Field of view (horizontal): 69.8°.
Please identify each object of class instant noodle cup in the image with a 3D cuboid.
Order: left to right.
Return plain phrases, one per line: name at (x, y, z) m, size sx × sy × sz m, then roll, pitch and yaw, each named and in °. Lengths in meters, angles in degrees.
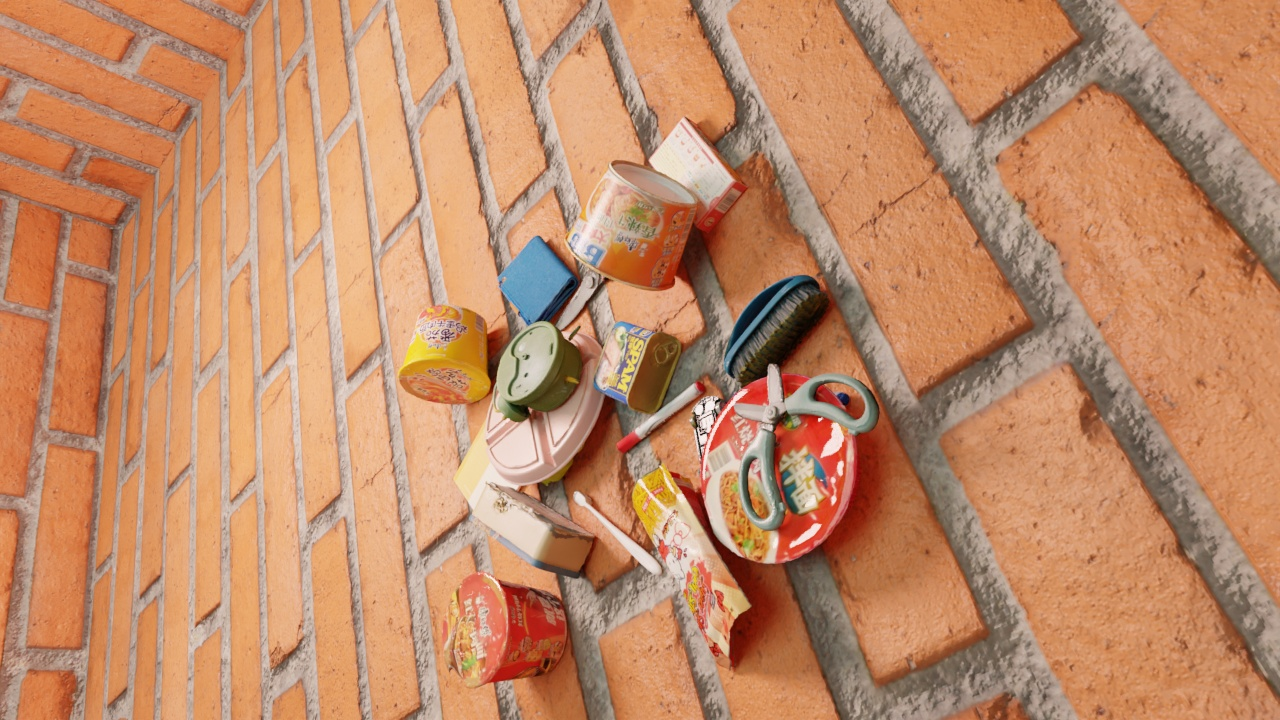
instant noodle cup at (-0.294, -0.012, 1.402) m, size 0.138 × 0.138 × 0.109 m, roll -27°, pitch 50°, yaw 37°
instant noodle cup at (-0.167, 0.340, 1.159) m, size 0.138 × 0.108 × 0.137 m, roll -18°, pitch 64°, yaw 42°
instant noodle cup at (-0.004, -0.169, 1.125) m, size 0.151 × 0.151 × 0.112 m, roll 51°, pitch 125°, yaw 43°
instant noodle cup at (0.152, 0.113, 0.940) m, size 0.194 × 0.065 × 0.193 m, roll -18°, pitch 64°, yaw 40°

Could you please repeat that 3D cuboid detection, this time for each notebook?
notebook at (-0.199, 0.130, 1.337) m, size 0.146 × 0.010 × 0.206 m, roll 43°, pitch 108°, yaw 45°

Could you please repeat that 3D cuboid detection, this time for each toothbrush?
toothbrush at (-0.028, 0.211, 1.132) m, size 0.180 × 0.016 × 0.016 m, roll 35°, pitch 104°, yaw 44°

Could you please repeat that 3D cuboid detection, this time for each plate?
plate at (-0.137, 0.059, 1.254) m, size 0.230 × 0.028 × 0.229 m, roll -27°, pitch 47°, yaw 33°

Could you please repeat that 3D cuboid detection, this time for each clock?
clock at (-0.144, 0.018, 1.222) m, size 0.162 × 0.056 × 0.116 m, roll -27°, pitch 46°, yaw 32°

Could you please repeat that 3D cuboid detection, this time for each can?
can at (-0.007, 0.007, 1.149) m, size 0.083 × 0.057 × 0.102 m, roll 21°, pitch 91°, yaw 50°

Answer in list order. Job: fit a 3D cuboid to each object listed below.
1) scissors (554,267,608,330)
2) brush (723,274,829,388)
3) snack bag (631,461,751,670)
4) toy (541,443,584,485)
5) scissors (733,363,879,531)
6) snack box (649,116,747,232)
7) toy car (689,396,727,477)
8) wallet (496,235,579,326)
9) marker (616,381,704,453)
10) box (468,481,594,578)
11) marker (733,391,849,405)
scissors at (-0.069, -0.130, 1.279) m, size 0.210 × 0.015 × 0.182 m, roll -13°, pitch 84°, yaw 36°
brush at (0.142, -0.038, 1.010) m, size 0.144 × 0.055 × 0.073 m, roll -52°, pitch 46°, yaw 20°
snack bag at (0.059, 0.216, 0.988) m, size 0.129 × 0.073 × 0.207 m, roll 95°, pitch 156°, yaw -43°
toy at (-0.110, 0.121, 1.234) m, size 0.097 × 0.031 × 0.100 m, roll 8°, pitch 78°, yaw 50°
scissors at (0.154, 0.081, 0.888) m, size 0.170 × 0.019 × 0.174 m, roll -10°, pitch 68°, yaw 45°
snack box at (0.070, -0.240, 1.176) m, size 0.077 × 0.027 × 0.155 m, roll -49°, pitch 47°, yaw 23°
toy car at (0.087, 0.091, 1.039) m, size 0.049 × 0.031 × 0.105 m, roll -29°, pitch 59°, yaw 36°
wallet at (-0.153, -0.113, 1.356) m, size 0.106 × 0.040 × 0.133 m, roll -50°, pitch 46°, yaw 10°
marker at (0.024, 0.070, 1.123) m, size 0.146 × 0.017 × 0.017 m, roll -39°, pitch 51°, yaw 30°
box at (-0.138, 0.219, 1.187) m, size 0.184 × 0.089 × 0.063 m, roll 23°, pitch 87°, yaw 49°
marker at (0.160, 0.042, 0.992) m, size 0.146 × 0.017 × 0.017 m, roll -3°, pitch 74°, yaw 46°
